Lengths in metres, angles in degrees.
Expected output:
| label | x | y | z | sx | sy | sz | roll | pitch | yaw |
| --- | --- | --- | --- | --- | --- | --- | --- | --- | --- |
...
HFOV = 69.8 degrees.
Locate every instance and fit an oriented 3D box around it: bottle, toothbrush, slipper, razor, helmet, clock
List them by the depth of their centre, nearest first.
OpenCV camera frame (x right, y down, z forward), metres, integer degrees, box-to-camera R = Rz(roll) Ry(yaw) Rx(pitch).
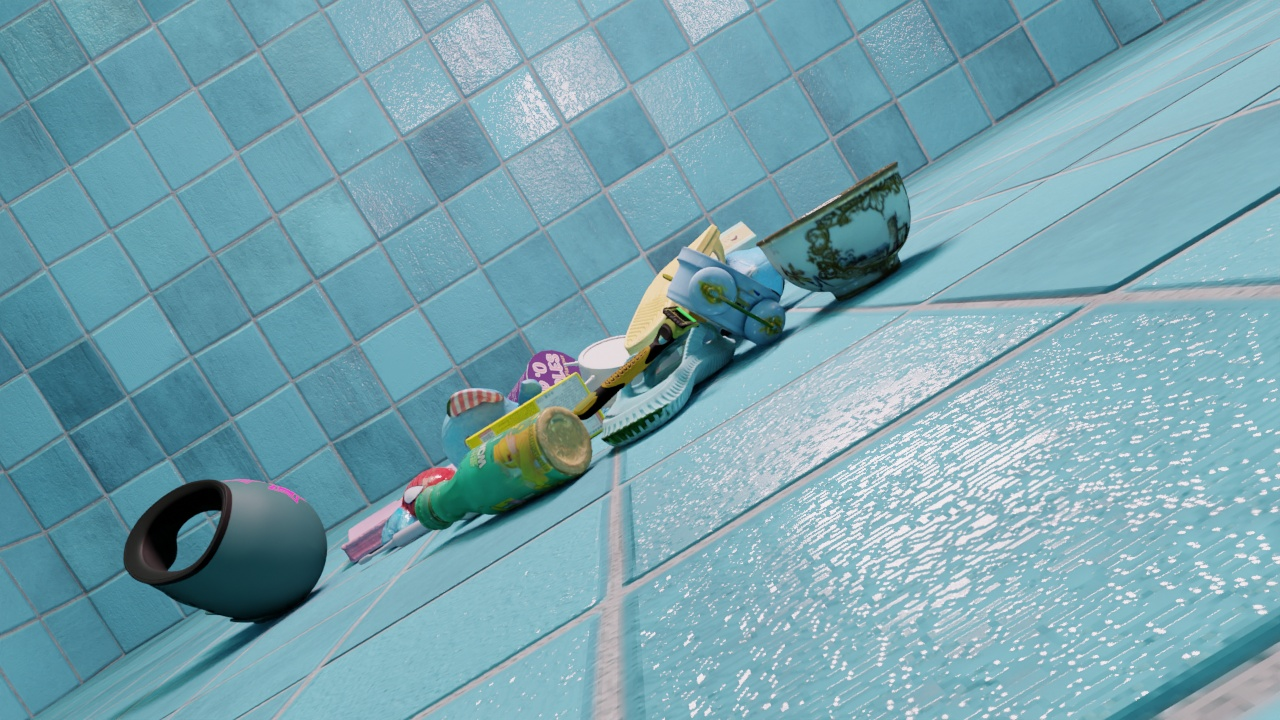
| label | x | y | z | sx | sy | sz | roll | pitch | yaw |
| --- | --- | --- | --- | --- | --- | --- | --- | --- | --- |
| razor | -0.008 | 0.005 | 0.863 | 0.144 | 0.021 | 0.044 | -42 | 37 | -3 |
| bottle | -0.139 | 0.111 | 0.872 | 0.210 | 0.068 | 0.067 | -29 | 4 | 36 |
| slipper | 0.021 | 0.013 | 0.931 | 0.116 | 0.069 | 0.275 | -34 | 2 | 23 |
| clock | 0.088 | -0.066 | 0.944 | 0.060 | 0.118 | 0.162 | -62 | 18 | 3 |
| slipper | 0.054 | -0.070 | 1.112 | 0.100 | 0.078 | 0.262 | -34 | 18 | 35 |
| toothbrush | -0.274 | 0.207 | 1.136 | 0.188 | 0.018 | 0.019 | -31 | 1 | 10 |
| clock | -0.007 | 0.007 | 1.149 | 0.159 | 0.061 | 0.120 | -20 | 25 | -16 |
| helmet | -0.542 | 0.262 | 1.235 | 0.275 | 0.200 | 0.176 | -14 | 56 | 30 |

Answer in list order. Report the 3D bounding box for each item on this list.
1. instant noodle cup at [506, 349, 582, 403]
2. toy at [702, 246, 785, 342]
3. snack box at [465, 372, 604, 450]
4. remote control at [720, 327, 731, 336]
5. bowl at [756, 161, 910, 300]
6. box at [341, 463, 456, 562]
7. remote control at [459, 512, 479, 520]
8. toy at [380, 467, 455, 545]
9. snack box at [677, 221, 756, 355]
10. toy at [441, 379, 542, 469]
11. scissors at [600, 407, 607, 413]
| label | x | y | z | sx | sy | sz | roll | pitch | yaw |
| --- | --- | --- | --- | --- | --- | --- | --- | --- | --- |
| instant noodle cup | -0.135 | 0.070 | 1.297 | 0.136 | 0.121 | 0.122 | 4 | -35 | -44 |
| toy | 0.140 | -0.100 | 1.239 | 0.224 | 0.099 | 0.191 | -42 | 4 | -10 |
| snack box | -0.118 | 0.084 | 1.056 | 0.152 | 0.075 | 0.025 | -32 | 5 | -17 |
| remote control | 0.155 | -0.065 | 1.363 | 0.058 | 0.013 | 0.133 | -29 | 3 | 36 |
| bowl | 0.207 | -0.118 | 0.923 | 0.160 | 0.094 | 0.160 | -31 | 3 | 2 |
| box | -0.342 | 0.222 | 1.403 | 0.232 | 0.040 | 0.179 | -32 | 7 | -12 |
| remote control | -0.144 | 0.134 | 1.001 | 0.133 | 0.022 | 0.050 | -32 | 2 | -8 |
| toy | -0.293 | 0.193 | 1.209 | 0.132 | 0.062 | 0.092 | -45 | 0 | -17 |
| snack box | 0.105 | -0.104 | 1.384 | 0.141 | 0.044 | 0.194 | -32 | -29 | -15 |
| toy | -0.152 | 0.095 | 1.122 | 0.180 | 0.184 | 0.114 | -10 | 44 | -5 |
| scissors | -0.026 | 0.035 | 1.261 | 0.126 | 0.013 | 0.125 | -55 | -9 | -18 |
